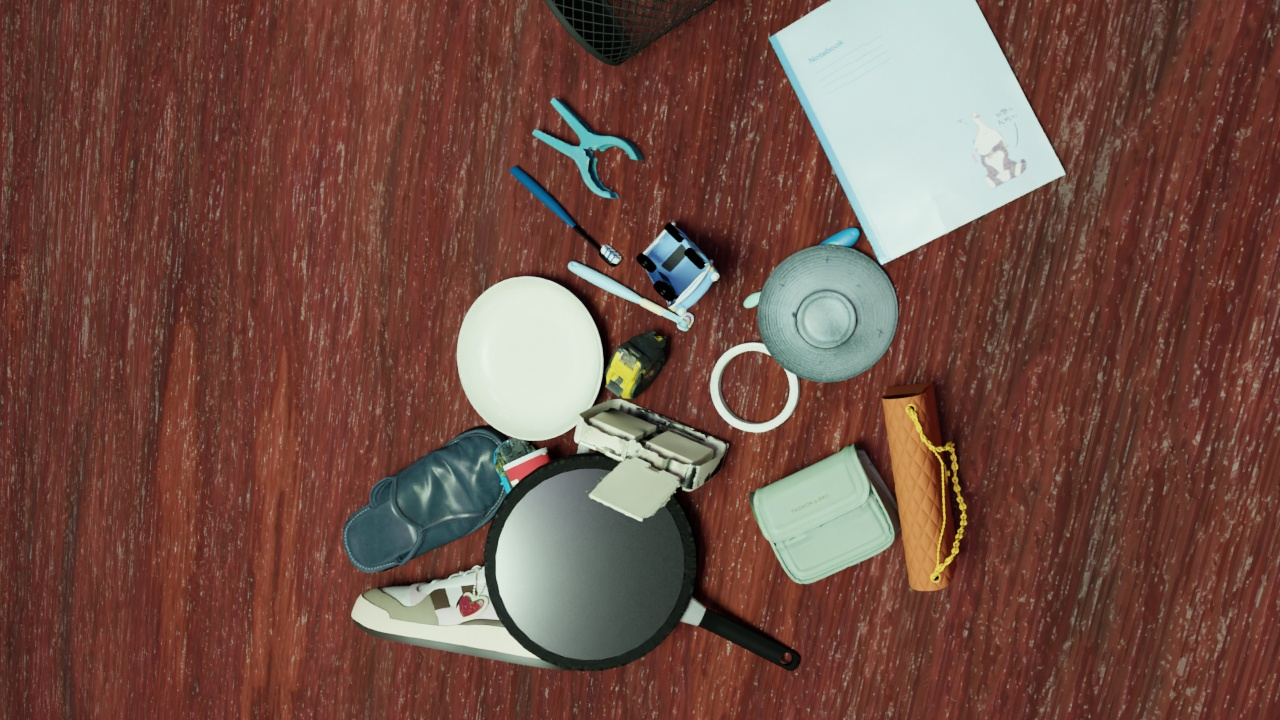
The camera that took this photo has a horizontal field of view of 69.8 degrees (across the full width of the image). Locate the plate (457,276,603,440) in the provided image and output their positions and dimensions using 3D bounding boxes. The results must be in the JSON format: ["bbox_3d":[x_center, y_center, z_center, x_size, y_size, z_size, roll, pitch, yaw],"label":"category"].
[{"bbox_3d":[-0.119,-0.003,1.028,0.182,0.034,0.182,2,97,21],"label":"plate"}]

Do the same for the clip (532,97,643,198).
[{"bbox_3d":[-0.045,-0.240,0.978,0.120,0.030,0.130,-38,83,25],"label":"clip"}]

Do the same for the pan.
[{"bbox_3d":[0.007,0.239,0.956,0.356,0.034,0.225,26,85,1],"label":"pan"}]

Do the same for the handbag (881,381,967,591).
[{"bbox_3d":[0.264,0.112,0.848,0.060,0.108,0.172,-8,93,22],"label":"handbag"}]

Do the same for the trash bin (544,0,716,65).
[{"bbox_3d":[0.016,-0.401,0.862,0.211,0.183,0.184,-30,84,27],"label":"trash bin"}]

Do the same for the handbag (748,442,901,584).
[{"bbox_3d":[0.183,0.153,0.908,0.122,0.067,0.106,-30,83,22],"label":"handbag"}]

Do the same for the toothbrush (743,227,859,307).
[{"bbox_3d":[0.161,-0.091,0.919,0.135,0.017,0.022,-34,82,19],"label":"toothbrush"}]

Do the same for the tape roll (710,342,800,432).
[{"bbox_3d":[0.118,0.027,0.948,0.093,0.013,0.093,2,97,21],"label":"tape roll"}]

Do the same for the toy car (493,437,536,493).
[{"bbox_3d":[-0.134,0.139,1.045,0.032,0.048,0.105,-19,93,58],"label":"toy car"}]

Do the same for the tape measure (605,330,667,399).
[{"bbox_3d":[-0.006,0.006,0.964,0.042,0.071,0.072,34,129,13],"label":"tape measure"}]

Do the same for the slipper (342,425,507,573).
[{"bbox_3d":[-0.262,0.175,1.078,0.266,0.083,0.109,-32,82,17],"label":"slipper"}]

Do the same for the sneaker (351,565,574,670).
[{"bbox_3d":[-0.201,0.275,1.066,0.294,0.111,0.116,3,75,23],"label":"sneaker"}]

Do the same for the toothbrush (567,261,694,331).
[{"bbox_3d":[-0.013,-0.072,0.988,0.155,0.016,0.022,27,73,16],"label":"toothbrush"}]

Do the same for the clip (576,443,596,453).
[{"bbox_3d":[-0.057,0.143,1.015,0.060,0.052,0.102,22,105,31],"label":"clip"}]

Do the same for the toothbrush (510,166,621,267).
[{"bbox_3d":[-0.084,-0.160,1.008,0.167,0.014,0.014,44,120,13],"label":"toothbrush"}]

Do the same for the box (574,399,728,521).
[{"bbox_3d":[-0.009,0.097,0.916,0.143,0.184,0.044,21,108,23],"label":"box"}]

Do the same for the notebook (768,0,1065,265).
[{"bbox_3d":[0.254,-0.243,0.867,0.181,0.009,0.253,-27,85,22],"label":"notebook"}]

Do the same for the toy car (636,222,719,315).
[{"bbox_3d":[0.039,-0.090,0.907,0.055,0.153,0.056,39,101,-25],"label":"toy car"}]

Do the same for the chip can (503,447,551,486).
[{"bbox_3d":[-0.083,0.203,0.999,0.052,0.051,0.214,-26,86,22],"label":"chip can"}]

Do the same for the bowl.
[{"bbox_3d":[0.179,-0.042,0.881,0.137,0.057,0.137,2,99,12],"label":"bowl"}]
